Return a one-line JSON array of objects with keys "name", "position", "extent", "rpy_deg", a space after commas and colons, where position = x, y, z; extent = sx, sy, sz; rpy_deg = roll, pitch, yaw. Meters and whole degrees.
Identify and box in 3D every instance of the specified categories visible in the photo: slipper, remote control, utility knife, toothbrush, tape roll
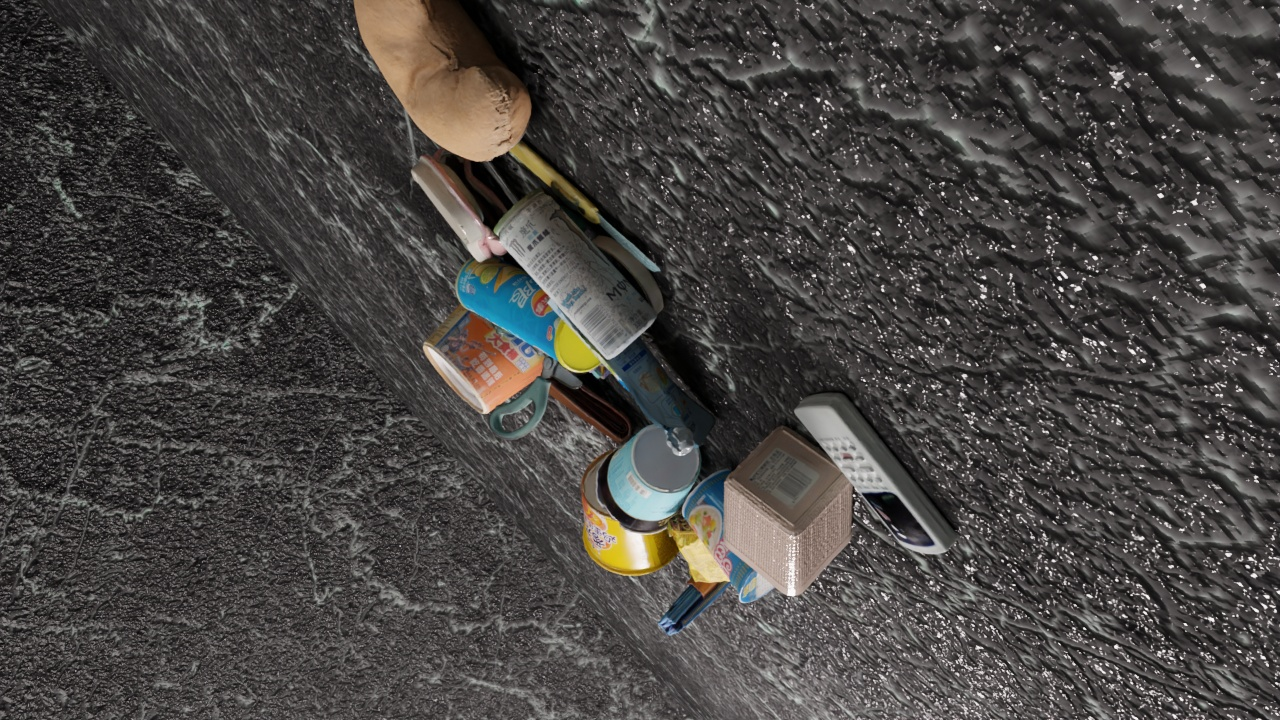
[{"name": "slipper", "position": [-0.166, -0.151, 0.881], "extent": [0.114, 0.054, 0.274], "rpy_deg": [53, 176, -6]}, {"name": "remote control", "position": [0.176, 0.086, 0.690], "extent": [0.150, 0.021, 0.058], "rpy_deg": [50, 162, -7]}, {"name": "utility knife", "position": [-0.061, -0.143, 0.763], "extent": [0.219, 0.022, 0.031], "rpy_deg": [38, 166, 13]}, {"name": "toothbrush", "position": [-0.073, 0.015, 1.100], "extent": [0.029, 0.021, 0.189], "rpy_deg": [6, 175, -19]}, {"name": "tape roll", "position": [-0.015, -0.071, 0.801], "extent": [0.086, 0.013, 0.086], "rpy_deg": [41, 161, 17]}]

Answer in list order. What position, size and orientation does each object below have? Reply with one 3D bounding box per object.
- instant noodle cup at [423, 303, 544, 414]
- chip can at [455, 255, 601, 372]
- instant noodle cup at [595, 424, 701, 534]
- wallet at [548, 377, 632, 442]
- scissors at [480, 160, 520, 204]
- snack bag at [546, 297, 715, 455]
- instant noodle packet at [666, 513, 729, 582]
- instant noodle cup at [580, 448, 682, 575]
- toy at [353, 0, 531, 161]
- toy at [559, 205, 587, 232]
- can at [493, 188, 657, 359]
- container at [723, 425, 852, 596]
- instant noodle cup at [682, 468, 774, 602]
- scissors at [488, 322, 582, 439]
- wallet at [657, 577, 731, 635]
[{"name": "instant noodle cup", "position": [-0.198, -0.011, 1.178], "extent": [0.151, 0.111, 0.151], "rpy_deg": [42, 161, 17]}, {"name": "chip can", "position": [-0.116, -0.055, 0.968], "extent": [0.210, 0.071, 0.071], "rpy_deg": [27, 153, 46]}, {"name": "instant noodle cup", "position": [0.015, 0.124, 1.015], "extent": [0.111, 0.111, 0.121], "rpy_deg": [44, 153, 8]}, {"name": "wallet", "position": [-0.062, 0.057, 1.112], "extent": [0.124, 0.032, 0.101], "rpy_deg": [37, 169, 0]}, {"name": "scissors", "position": [-0.159, -0.215, 0.821], "extent": [0.207, 0.015, 0.193], "rpy_deg": [42, 161, 16]}, {"name": "snack bag", "position": [-0.005, 0.005, 0.837], "extent": [0.191, 0.039, 0.110], "rpy_deg": [50, -168, -2]}, {"name": "instant noodle packet", "position": [0.096, 0.213, 1.039], "extent": [0.111, 0.044, 0.128], "rpy_deg": [-4, 141, 16]}, {"name": "instant noodle cup", "position": [-0.013, 0.182, 1.151], "extent": [0.138, 0.137, 0.110], "rpy_deg": [34, 150, 35]}, {"name": "toy", "position": [-0.167, -0.249, 0.679], "extent": [0.226, 0.082, 0.144], "rpy_deg": [54, 156, -12]}, {"name": "toy", "position": [-0.083, -0.113, 0.835], "extent": [0.096, 0.030, 0.092], "rpy_deg": [29, 154, 22]}, {"name": "can", "position": [-0.054, -0.072, 0.767], "extent": [0.146, 0.058, 0.058], "rpy_deg": [48, 162, -2]}, {"name": "container", "position": [0.125, 0.125, 0.782], "extent": [0.090, 0.090, 0.111], "rpy_deg": [36, 156, 30]}, {"name": "instant noodle cup", "position": [0.102, 0.172, 0.932], "extent": [0.110, 0.099, 0.099], "rpy_deg": [45, 163, 31]}, {"name": "scissors", "position": [-0.137, -0.001, 1.075], "extent": [0.019, 0.171, 0.179], "rpy_deg": [10, -136, -51]}, {"name": "wallet", "position": [0.077, 0.285, 1.143], "extent": [0.040, 0.133, 0.106], "rpy_deg": [43, 163, 11]}]
